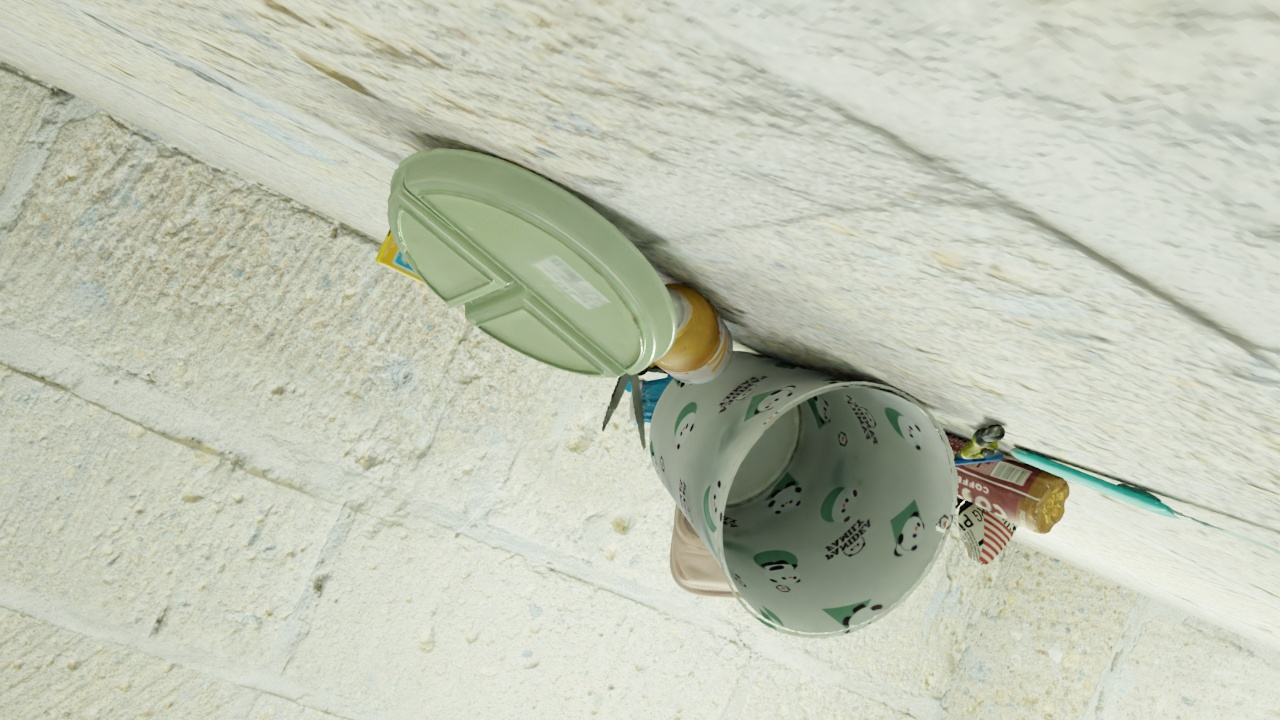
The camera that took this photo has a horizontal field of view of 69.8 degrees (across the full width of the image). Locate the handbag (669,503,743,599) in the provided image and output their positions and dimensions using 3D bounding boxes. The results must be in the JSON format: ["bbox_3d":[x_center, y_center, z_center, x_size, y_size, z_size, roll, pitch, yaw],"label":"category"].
[{"bbox_3d":[0.126,0.170,1.092,0.193,0.094,0.233,3,-144,-6],"label":"handbag"}]

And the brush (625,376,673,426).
[{"bbox_3d":[0.016,0.038,1.148,0.109,0.060,0.314,-3,-173,5],"label":"brush"}]

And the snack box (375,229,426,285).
[{"bbox_3d":[-0.161,-0.100,0.845,0.140,0.087,0.034,25,178,-20],"label":"snack box"}]

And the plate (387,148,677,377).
[{"bbox_3d":[-0.082,-0.057,0.653,0.230,0.027,0.230,23,155,11],"label":"plate"}]

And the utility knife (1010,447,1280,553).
[{"bbox_3d":[0.374,0.102,0.700,0.029,0.013,0.222,28,179,-34],"label":"utility knife"}]

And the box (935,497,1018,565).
[{"bbox_3d":[0.336,0.157,0.954,0.088,0.076,0.162,-19,-175,41],"label":"box"}]

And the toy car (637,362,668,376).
[{"bbox_3d":[-0.041,-0.007,1.084,0.156,0.041,0.071,9,178,0],"label":"toy car"}]

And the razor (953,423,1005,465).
[{"bbox_3d":[0.282,0.067,0.757,0.043,0.022,0.142,-10,164,12],"label":"razor"}]

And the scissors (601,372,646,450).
[{"bbox_3d":[-0.009,0.001,0.954,0.014,0.181,0.159,-12,-170,40],"label":"scissors"}]

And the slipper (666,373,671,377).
[{"bbox_3d":[0.146,0.070,1.243,0.252,0.105,0.095,23,-174,-27],"label":"slipper"}]

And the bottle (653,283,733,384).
[{"bbox_3d":[0.034,-0.023,0.757,0.068,0.068,0.189,24,178,14],"label":"bottle"}]

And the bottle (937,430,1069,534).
[{"bbox_3d":[0.319,0.109,0.890,0.057,0.057,0.175,27,178,-42],"label":"bottle"}]

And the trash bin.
[{"bbox_3d":[0.134,0.103,0.889,0.229,0.229,0.252,26,-176,-21],"label":"trash bin"}]
